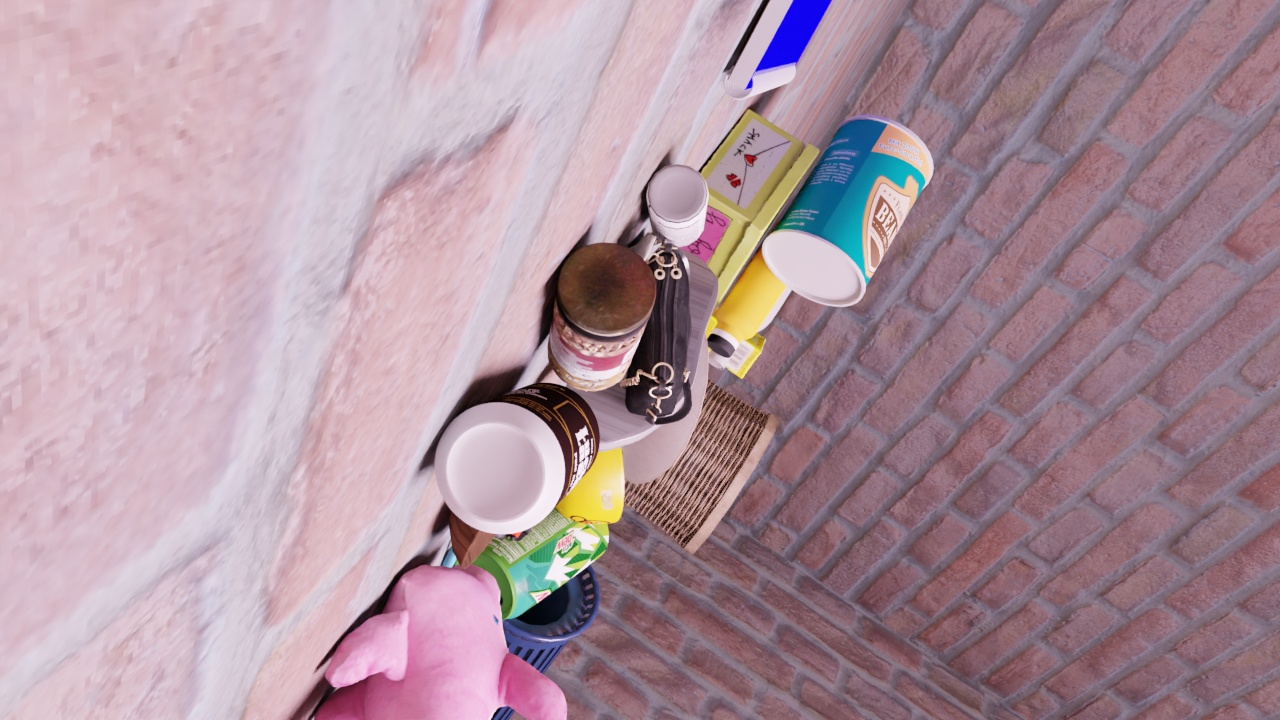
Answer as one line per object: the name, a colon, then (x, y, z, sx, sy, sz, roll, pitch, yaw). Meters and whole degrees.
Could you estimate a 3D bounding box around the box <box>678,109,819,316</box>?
box: (0.077, -0.119, 0.887, 0.124, 0.079, 0.221, -55, 174, -31)

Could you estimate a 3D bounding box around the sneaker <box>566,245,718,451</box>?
sneaker: (-0.004, 0.004, 0.749, 0.235, 0.099, 0.090, -61, 175, -46)

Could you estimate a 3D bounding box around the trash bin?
trash bin: (-0.159, 0.307, 0.997, 0.250, 0.139, 0.139, -57, 176, 34)

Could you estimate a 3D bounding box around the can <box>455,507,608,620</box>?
can: (-0.103, 0.186, 0.891, 0.143, 0.083, 0.083, -26, 152, -52)

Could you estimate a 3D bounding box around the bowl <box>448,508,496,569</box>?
bowl: (-0.106, 0.091, 0.664, 0.119, 0.032, 0.119, -56, 176, -7)

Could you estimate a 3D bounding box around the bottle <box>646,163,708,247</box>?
bottle: (0.026, -0.105, 0.653, 0.041, 0.041, 0.116, -57, 176, -2)

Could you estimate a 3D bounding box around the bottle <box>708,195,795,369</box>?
bottle: (0.126, -0.077, 0.938, 0.195, 0.052, 0.052, -57, 176, -13)

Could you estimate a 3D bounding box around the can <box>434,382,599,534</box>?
can: (-0.068, 0.053, 0.542, 0.072, 0.072, 0.128, -57, 176, 8)

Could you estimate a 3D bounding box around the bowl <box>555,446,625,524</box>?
bowl: (-0.062, 0.099, 0.865, 0.117, 0.067, 0.117, 174, -89, -74)

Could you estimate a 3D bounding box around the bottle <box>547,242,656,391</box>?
bottle: (-0.026, -0.023, 0.555, 0.056, 0.056, 0.105, -55, 176, -22)

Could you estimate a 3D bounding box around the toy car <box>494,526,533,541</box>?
toy car: (-0.092, 0.099, 0.751, 0.100, 0.051, 0.049, -56, 178, -3)

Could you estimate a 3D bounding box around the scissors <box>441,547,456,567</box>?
scissors: (-0.170, 0.180, 0.786, 0.118, 0.015, 0.139, -56, -178, 2)

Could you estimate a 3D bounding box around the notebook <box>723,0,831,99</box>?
notebook: (0.127, -0.276, 0.667, 0.172, 0.022, 0.208, -60, 175, 25)

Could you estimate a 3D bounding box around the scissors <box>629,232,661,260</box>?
scissors: (-0.007, -0.071, 0.706, 0.140, 0.015, 0.189, -58, 176, -8)

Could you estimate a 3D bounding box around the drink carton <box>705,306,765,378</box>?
drink carton: (0.070, -0.039, 1.018, 0.043, 0.134, 0.058, -56, 179, 20)

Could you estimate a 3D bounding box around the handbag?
handbag: (0.015, -0.021, 0.635, 0.079, 0.054, 0.128, 114, -20, -75)

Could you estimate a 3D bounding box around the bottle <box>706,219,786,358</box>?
bottle: (0.113, -0.068, 0.882, 0.143, 0.043, 0.043, -55, 176, -13)

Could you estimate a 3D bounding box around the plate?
plate: (-0.001, 0.021, 0.873, 0.189, 0.027, 0.188, -31, -127, 52)

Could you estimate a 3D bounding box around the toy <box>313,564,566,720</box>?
toy: (-0.152, 0.225, 0.603, 0.265, 0.187, 0.128, -86, 162, -51)

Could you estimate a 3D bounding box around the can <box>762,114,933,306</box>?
can: (0.189, -0.136, 0.836, 0.143, 0.099, 0.099, -56, 176, -20)

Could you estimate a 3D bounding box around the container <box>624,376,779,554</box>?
container: (0.027, 0.091, 1.068, 0.226, 0.196, 0.227, -56, 176, -7)
